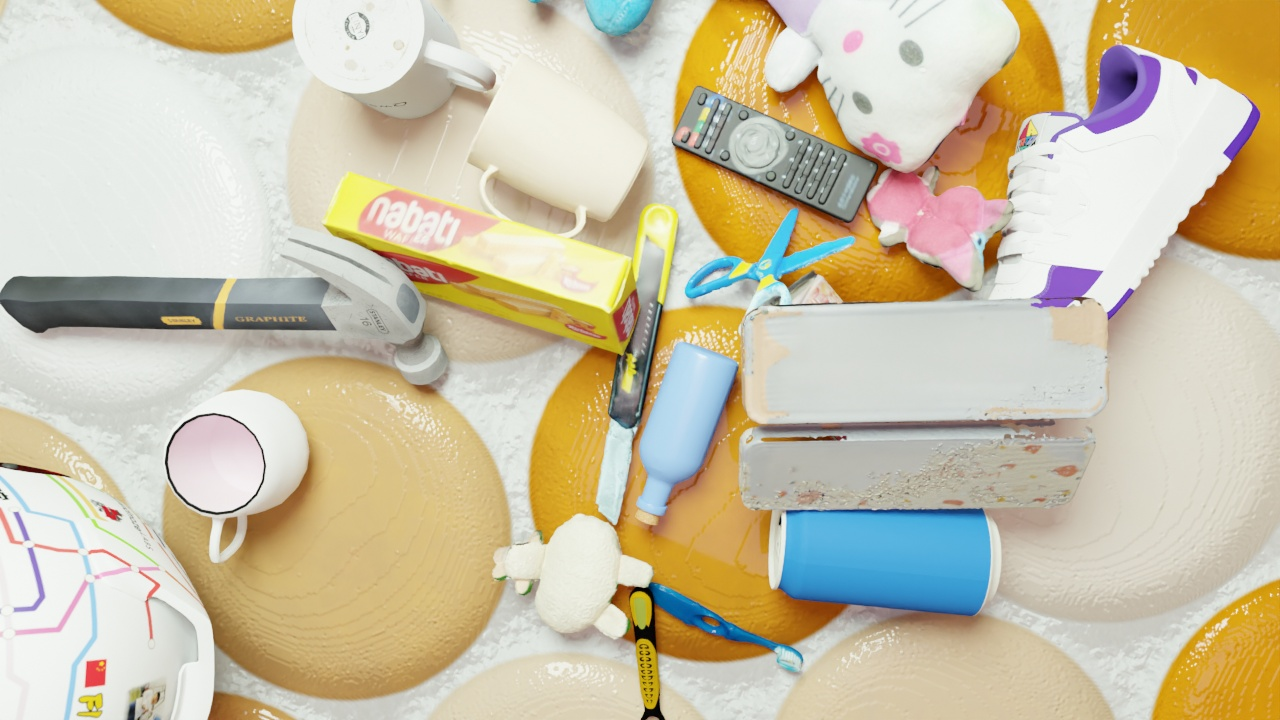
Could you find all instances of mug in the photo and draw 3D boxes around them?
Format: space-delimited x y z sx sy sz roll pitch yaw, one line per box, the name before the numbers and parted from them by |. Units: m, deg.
mug | -0.059 -0.132 0.618 0.104 0.085 0.111 26 74 -11
mug | -0.289 0.083 0.660 0.090 0.076 0.124 10 96 2
mug | -0.154 -0.206 0.613 0.119 0.096 0.083 19 96 1

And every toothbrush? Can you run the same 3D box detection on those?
toothbrush | 0.061 0.198 0.684 0.132 0.016 0.021 26 116 0

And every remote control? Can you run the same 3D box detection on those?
remote control | 0.093 -0.145 0.646 0.140 0.021 0.045 26 95 5

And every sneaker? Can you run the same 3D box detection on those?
sneaker | 0.282 -0.102 0.607 0.111 0.092 0.244 38 93 0

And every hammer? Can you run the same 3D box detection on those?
hammer | -0.304 -0.036 0.647 0.313 0.139 0.035 1 55 12

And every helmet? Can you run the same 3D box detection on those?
helmet | -0.427 0.185 0.602 0.315 0.235 0.231 13 88 34

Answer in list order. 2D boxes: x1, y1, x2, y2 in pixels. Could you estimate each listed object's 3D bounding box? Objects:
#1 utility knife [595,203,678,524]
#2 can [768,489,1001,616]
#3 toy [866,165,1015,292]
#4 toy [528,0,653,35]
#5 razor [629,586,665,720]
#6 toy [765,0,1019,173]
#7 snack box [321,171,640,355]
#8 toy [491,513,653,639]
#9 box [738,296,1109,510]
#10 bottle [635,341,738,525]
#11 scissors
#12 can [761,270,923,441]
utility knife | -0.004 0.004 0.661 0.029 0.020 0.234 10 94 5
can | 0.167 0.132 0.640 0.146 0.079 0.079 5 96 2
toy | 0.206 -0.095 0.632 0.102 0.050 0.065 38 107 34
toy | -0.047 -0.325 0.595 0.191 0.098 0.224 33 110 -6
razor | 0.006 0.237 0.687 0.044 0.021 0.144 -3 101 13
toy | 0.140 -0.227 0.598 0.209 0.085 0.138 48 137 1
snack box | -0.102 -0.063 0.614 0.201 0.092 0.042 18 76 8
toy | -0.048 0.155 0.668 0.112 0.050 0.087 16 91 7
box | 0.170 0.033 0.571 0.216 0.071 0.157 -1 121 3
bottle | 0.026 0.055 0.655 0.048 0.048 0.131 20 96 1
scissors | 0.085 -0.059 0.622 0.126 0.130 0.014 -20 132 24
can | 0.135 0.006 0.634 0.067 0.066 0.124 -40 92 6
